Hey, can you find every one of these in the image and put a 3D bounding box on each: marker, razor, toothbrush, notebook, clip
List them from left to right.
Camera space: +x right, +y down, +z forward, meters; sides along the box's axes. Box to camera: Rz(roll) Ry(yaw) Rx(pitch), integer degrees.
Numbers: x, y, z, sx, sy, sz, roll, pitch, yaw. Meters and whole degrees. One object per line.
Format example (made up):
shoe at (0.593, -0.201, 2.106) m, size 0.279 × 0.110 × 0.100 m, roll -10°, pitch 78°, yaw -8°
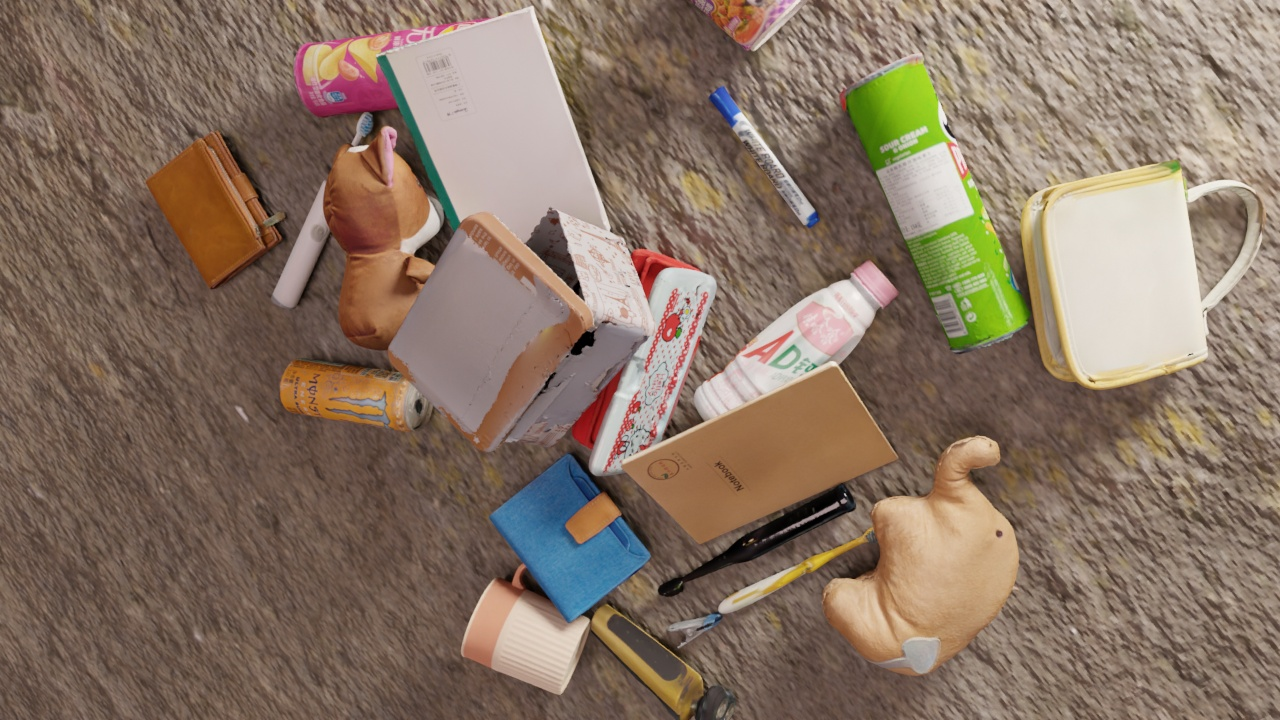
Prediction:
toothbrush at (-0.317, -0.150, 0.922) m, size 0.026 × 0.026 × 0.221 m, roll 45°, pitch 111°, yaw 39°
notebook at (-0.129, -0.193, 0.825) m, size 0.150 × 0.012 × 0.209 m, roll -10°, pitch 123°, yaw 16°
razor at (0.020, 0.303, 0.903) m, size 0.167 × 0.062 × 0.068 m, roll 39°, pitch 139°, yaw 11°
clip at (0.055, 0.264, 0.899) m, size 0.057 × 0.024 × 0.028 m, roll -31°, pitch 88°, yaw 22°
toothbrush at (0.105, 0.177, 0.869) m, size 0.213 × 0.027 × 0.026 m, roll -32°, pitch 47°, yaw 20°
notebook at (0.107, 0.089, 0.816) m, size 0.208 × 0.008 × 0.148 m, roll -27°, pitch 130°, yaw 18°
marker at (0.109, -0.178, 0.805) m, size 0.017 × 0.016 × 0.146 m, roll -37°, pitch 89°, yaw 18°
toothbrush at (0.154, 0.197, 0.862) m, size 0.192 × 0.018 × 0.016 m, roll -31°, pitch 89°, yaw 17°

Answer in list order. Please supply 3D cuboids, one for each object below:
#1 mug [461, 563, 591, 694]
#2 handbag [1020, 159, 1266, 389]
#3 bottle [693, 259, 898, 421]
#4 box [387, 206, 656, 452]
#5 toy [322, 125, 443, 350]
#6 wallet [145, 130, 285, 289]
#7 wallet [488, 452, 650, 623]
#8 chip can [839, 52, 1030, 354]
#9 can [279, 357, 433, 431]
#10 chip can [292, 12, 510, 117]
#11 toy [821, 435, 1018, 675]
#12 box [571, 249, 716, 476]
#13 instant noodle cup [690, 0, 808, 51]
mug at (-0.107, 0.262, 0.919) m, size 0.106 × 0.082 × 0.114 m, roll 21°, pitch 81°, yaw 9°
handbag at (0.404, -0.073, 0.730) m, size 0.179 × 0.063 × 0.163 m, roll -13°, pitch 97°, yaw 2°
bottle at (0.138, -0.007, 0.805) m, size 0.197 × 0.068 × 0.068 m, roll -42°, pitch 88°, yaw 15°
box at (-0.113, -0.026, 0.775) m, size 0.182 × 0.168 × 0.150 m, roll -47°, pitch 43°, yaw 30°
toy at (-0.234, -0.112, 0.860) m, size 0.140 × 0.130 × 0.199 m, roll -4°, pitch 106°, yaw 45°
wallet at (-0.439, -0.157, 0.949) m, size 0.119 × 0.035 × 0.130 m, roll -28°, pitch 93°, yaw 18°
wallet at (-0.068, 0.171, 0.889) m, size 0.106 × 0.040 × 0.133 m, roll -38°, pitch 83°, yaw -2°
chip can at (0.241, -0.126, 0.750) m, size 0.072 × 0.072 × 0.236 m, roll -23°, pitch 93°, yaw 18°
can at (-0.288, 0.035, 0.932) m, size 0.146 × 0.058 × 0.058 m, roll 8°, pitch 102°, yaw 14°
chip can at (-0.210, -0.269, 0.847) m, size 0.211 × 0.071 × 0.071 m, roll -2°, pitch 100°, yaw 16°
toy at (0.260, 0.170, 0.795) m, size 0.143 × 0.082 × 0.226 m, roll 25°, pitch 103°, yaw -11°
box at (-0.004, 0.006, 0.828) m, size 0.095 × 0.099 × 0.202 m, roll 22°, pitch 105°, yaw 9°
instant noodle cup at (0.088, -0.315, 0.744) m, size 0.112 × 0.111 × 0.099 m, roll -41°, pitch 98°, yaw 18°
